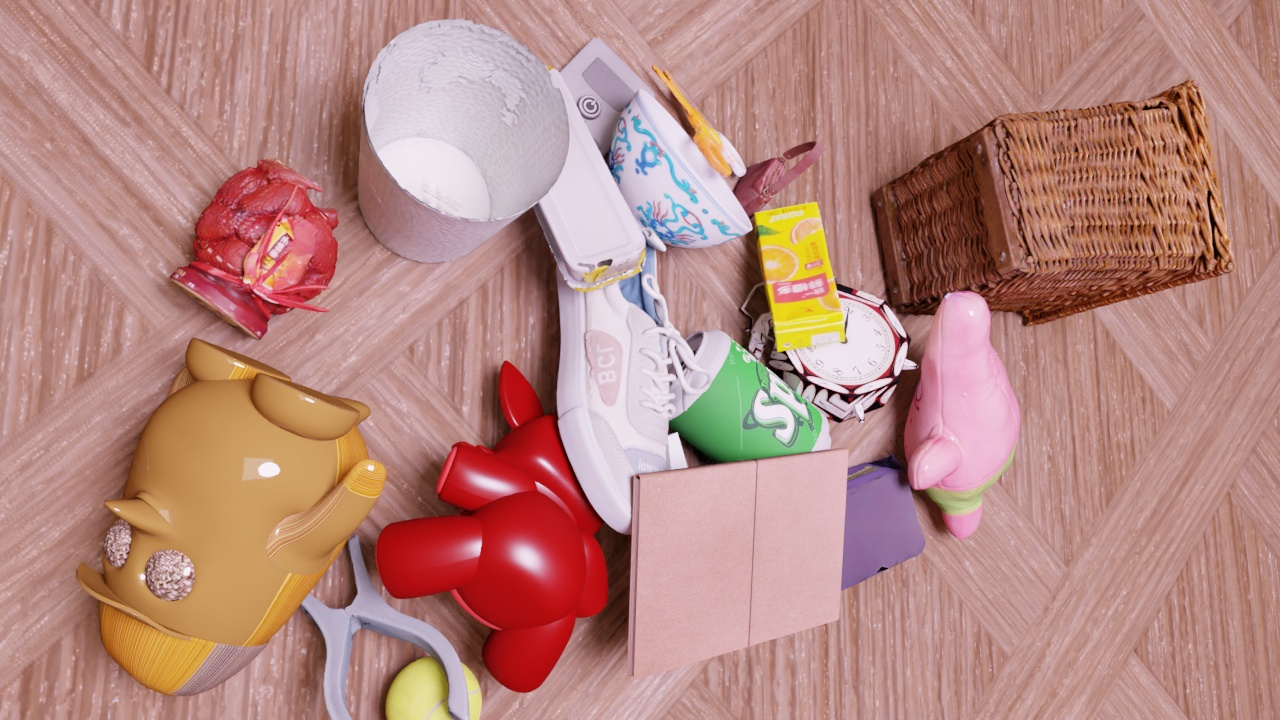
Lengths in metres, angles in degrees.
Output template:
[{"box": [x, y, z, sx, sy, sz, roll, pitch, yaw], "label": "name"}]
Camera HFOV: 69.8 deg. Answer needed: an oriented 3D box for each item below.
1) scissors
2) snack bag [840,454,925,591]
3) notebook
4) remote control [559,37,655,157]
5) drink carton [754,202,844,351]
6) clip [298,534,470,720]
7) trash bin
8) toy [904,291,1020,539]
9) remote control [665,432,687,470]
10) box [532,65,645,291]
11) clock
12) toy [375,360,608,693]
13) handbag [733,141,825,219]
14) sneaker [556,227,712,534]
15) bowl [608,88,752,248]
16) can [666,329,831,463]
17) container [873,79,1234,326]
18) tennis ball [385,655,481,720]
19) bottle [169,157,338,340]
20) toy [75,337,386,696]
[{"box": [0.054, -0.212, 0.816, 0.096, 0.012, 0.133, 6, 52, -59], "label": "scissors"}, {"box": [0.153, 0.153, 0.783, 0.205, 0.058, 0.096, -16, 88, -25], "label": "snack bag"}, {"box": [0.078, 0.143, 0.679, 0.208, 0.008, 0.141, -2, 97, -37], "label": "notebook"}, {"box": [-0.056, -0.201, 0.774, 0.074, 0.019, 0.150, 42, 68, -11], "label": "remote control"}, {"box": [0.133, -0.071, 0.779, 0.058, 0.043, 0.134, -9, 50, 8], "label": "drink carton"}, {"box": [-0.197, 0.202, 0.601, 0.127, 0.028, 0.167, -31, 59, -28], "label": "clip"}, {"box": [-0.138, -0.140, 0.651, 0.133, 0.162, 0.133, 4, 79, -22], "label": "trash bin"}, {"box": [0.281, 0.040, 0.809, 0.191, 0.097, 0.237, -54, 139, -42], "label": "toy"}, {"box": [0.029, 0.132, 0.738, 0.024, 0.050, 0.143, -15, 87, -25], "label": "remote control"}, {"box": [-0.059, -0.143, 0.696, 0.064, 0.033, 0.209, -20, 63, -9], "label": "box"}, {"box": [0.157, -0.015, 0.810, 0.154, 0.065, 0.114, 41, 66, 19], "label": "clock"}, {"box": [-0.082, 0.112, 0.653, 0.158, 0.121, 0.196, 45, 33, -18], "label": "toy"}, {"box": [0.121, -0.161, 0.787, 0.029, 0.120, 0.055, 31, 71, -16], "label": "handbag"}, {"box": [-0.004, 0.004, 0.676, 0.089, 0.091, 0.241, 31, 42, -48], "label": "sneaker"}, {"box": [0.018, -0.141, 0.753, 0.074, 0.143, 0.144, -38, 99, 16], "label": "bowl"}, {"box": [0.082, 0.045, 0.754, 0.140, 0.088, 0.087, 39, 69, -13], "label": "can"}, {"box": [0.341, -0.123, 0.818, 0.183, 0.250, 0.162, -6, 84, -14], "label": "container"}, {"box": [-0.144, 0.239, 0.638, 0.065, 0.065, 0.065, 4, 80, -22], "label": "tennis ball"}, {"box": [-0.254, -0.076, 0.628, 0.099, 0.099, 0.111, 37, 74, -13], "label": "bottle"}, {"box": [-0.263, 0.103, 0.569, 0.162, 0.199, 0.203, 34, 79, -60], "label": "toy"}]
